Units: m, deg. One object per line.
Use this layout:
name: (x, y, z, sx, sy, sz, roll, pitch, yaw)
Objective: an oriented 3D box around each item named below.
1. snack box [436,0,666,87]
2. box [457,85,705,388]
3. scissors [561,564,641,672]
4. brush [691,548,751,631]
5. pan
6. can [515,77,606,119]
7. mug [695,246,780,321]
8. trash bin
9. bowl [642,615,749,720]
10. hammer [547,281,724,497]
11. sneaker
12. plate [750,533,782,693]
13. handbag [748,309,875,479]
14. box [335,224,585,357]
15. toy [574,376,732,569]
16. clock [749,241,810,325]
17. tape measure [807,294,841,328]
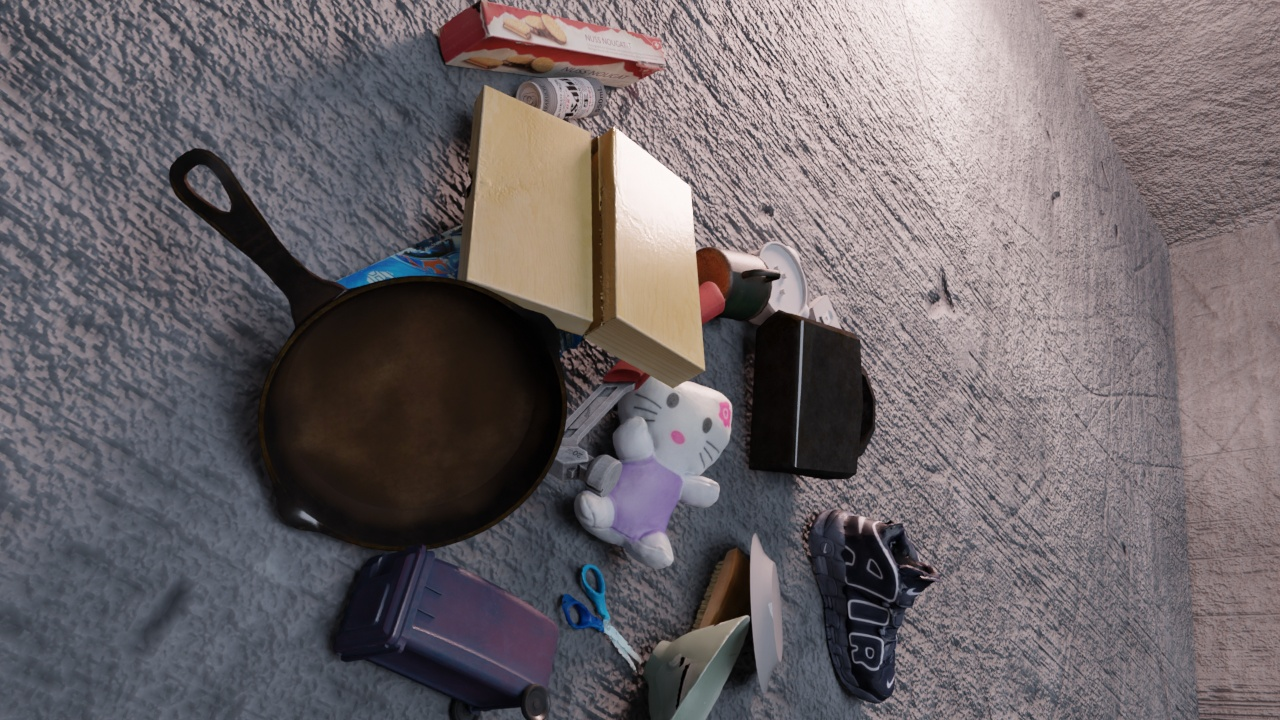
snack box: (-0.086, -0.334, 0.989, 0.272, 0.077, 0.044, -11, 89, -49)
box: (-0.050, -0.123, 0.885, 0.257, 0.076, 0.246, 19, 49, -27)
scissors: (-0.036, 0.267, 0.904, 0.134, 0.016, 0.073, 62, 38, -21)
brush: (0.094, 0.270, 1.021, 0.049, 0.039, 0.116, 50, 47, -24)
pan: (-0.205, -0.007, 0.679, 0.248, 0.043, 0.356, -37, 120, -2)
can: (-0.084, -0.285, 0.998, 0.106, 0.044, 0.044, -22, 94, -49)
mug: (0.111, -0.095, 1.101, 0.081, 0.111, 0.085, 4, 79, -45)
trash bin: (-0.152, 0.222, 0.728, 0.161, 0.094, 0.092, 39, 46, -33)
bowl: (0.040, 0.316, 0.918, 0.173, 0.068, 0.174, -47, 153, -34)
hammer: (-0.005, 0.005, 0.930, 0.314, 0.126, 0.036, -46, 153, -41)
sneaker: (0.317, 0.308, 1.168, 0.097, 0.151, 0.252, -10, 86, -49)
plate: (0.143, 0.280, 1.023, 0.172, 0.019, 0.173, -4, 89, -77)
handbag: (0.232, 0.054, 1.191, 0.199, 0.103, 0.197, 14, 75, -36)
box: (-0.136, -0.049, 0.831, 0.242, 0.075, 0.167, -40, 104, -51)
toy: (0.017, 0.106, 0.950, 0.137, 0.086, 0.208, 34, 59, -10)
clock: (0.183, -0.099, 1.219, 0.159, 0.061, 0.120, 1, 77, -46)
tape measure: (0.263, -0.058, 1.325, 0.062, 0.020, 0.060, -34, 103, -47)
